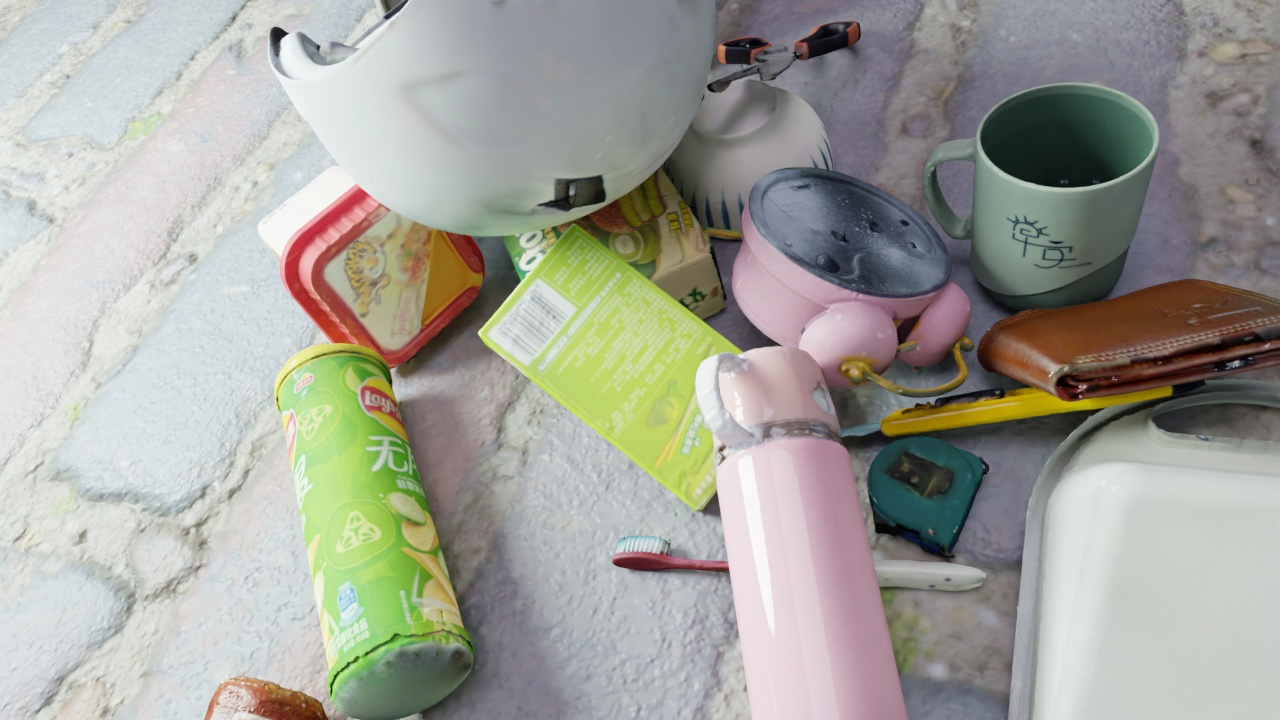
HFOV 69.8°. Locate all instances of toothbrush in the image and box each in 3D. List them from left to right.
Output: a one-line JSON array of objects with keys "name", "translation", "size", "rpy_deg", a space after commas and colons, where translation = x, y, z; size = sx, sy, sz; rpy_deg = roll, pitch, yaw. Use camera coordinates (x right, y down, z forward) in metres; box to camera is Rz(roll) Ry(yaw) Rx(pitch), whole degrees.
[{"name": "toothbrush", "translation": [0.075, 0.102, 0.466], "size": [0.188, 0.016, 0.017], "rpy_deg": [-1, 44, 17]}]

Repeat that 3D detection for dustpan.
[{"name": "dustpan", "translation": [0.273, 0.130, 0.388], "size": [0.223, 0.142, 0.257], "rpy_deg": [4, 85, 20]}]

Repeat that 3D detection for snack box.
[{"name": "snack box", "translation": [-0.042, -0.107, 0.628], "size": [0.114, 0.063, 0.240], "rpy_deg": [-26, 51, -3]}, {"name": "snack box", "translation": [-0.003, 0.003, 0.509], "size": [0.156, 0.026, 0.085], "rpy_deg": [37, 82, 8]}]

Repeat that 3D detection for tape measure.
[{"name": "tape measure", "translation": [0.143, 0.065, 0.466], "size": [0.054, 0.025, 0.058], "rpy_deg": [20, 61, 28]}]

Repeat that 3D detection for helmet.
[{"name": "helmet", "translation": [-0.058, -0.155, 0.522], "size": [0.230, 0.146, 0.257], "rpy_deg": [0, 27, 38]}]

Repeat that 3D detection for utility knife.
[{"name": "utility knife", "translation": [0.170, 0.026, 0.478], "size": [0.218, 0.033, 0.015], "rpy_deg": [-11, 95, 17]}]

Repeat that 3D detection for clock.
[{"name": "clock", "translation": [0.117, -0.040, 0.508], "size": [0.117, 0.060, 0.158], "rpy_deg": [-13, 50, -32]}]

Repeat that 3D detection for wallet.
[{"name": "wallet", "translation": [0.241, -0.010, 0.450], "size": [0.124, 0.032, 0.101], "rpy_deg": [-13, 12, 1]}]

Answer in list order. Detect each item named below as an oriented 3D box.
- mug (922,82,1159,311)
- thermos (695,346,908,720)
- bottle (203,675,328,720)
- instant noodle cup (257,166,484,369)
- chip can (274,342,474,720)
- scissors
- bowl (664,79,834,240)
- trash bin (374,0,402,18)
[{"name": "mug", "translation": [0.212, -0.085, 0.505], "size": [0.112, 0.106, 0.082], "rpy_deg": [13, 60, 25]}, {"name": "thermos", "translation": [0.066, 0.088, 0.414], "size": [0.067, 0.087, 0.198], "rpy_deg": [-26, 58, 33]}, {"name": "bottle", "translation": [-0.206, 0.252, 0.412], "size": [0.060, 0.060, 0.205], "rpy_deg": [2, 55, 18]}, {"name": "instant noodle cup", "translation": [-0.189, -0.073, 0.624], "size": [0.116, 0.116, 0.124], "rpy_deg": [-45, 43, -17]}, {"name": "chip can", "translation": [-0.153, 0.087, 0.510], "size": [0.072, 0.073, 0.221], "rpy_deg": [-26, 51, -4]}, {"name": "scissors", "translation": [0.089, -0.212, 0.638], "size": [0.197, 0.015, 0.213], "rpy_deg": [-19, 26, -21]}, {"name": "bowl", "translation": [0.070, -0.145, 0.620], "size": [0.116, 0.066, 0.116], "rpy_deg": [-9, 52, 11]}, {"name": "trash bin", "translation": [-0.086, -0.305, 0.716], "size": [0.220, 0.199, 0.198], "rpy_deg": [-12, 51, 1]}]
